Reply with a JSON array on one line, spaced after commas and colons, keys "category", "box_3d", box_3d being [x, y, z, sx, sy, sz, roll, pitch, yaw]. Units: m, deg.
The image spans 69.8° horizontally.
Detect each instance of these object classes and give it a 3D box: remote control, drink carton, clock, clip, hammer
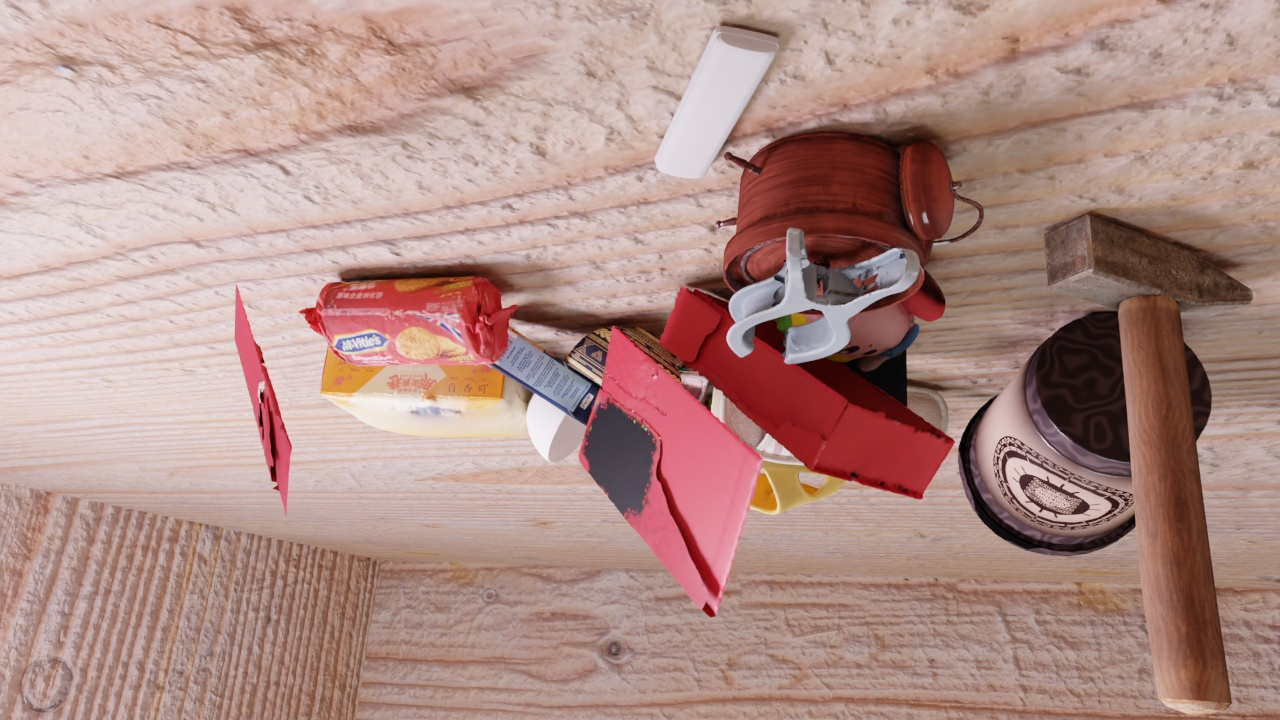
[{"category": "remote control", "box_3d": [0.038, -0.136, 0.504, 0.033, 0.012, 0.131, 8, 162, -11]}, {"category": "drink carton", "box_3d": [-0.088, 0.013, 0.847, 0.130, 0.040, 0.064, 34, 178, -24]}, {"category": "clock", "box_3d": [0.126, -0.081, 0.556, 0.158, 0.072, 0.121, 4, 162, 3]}, {"category": "clip", "box_3d": [0.115, -0.031, 0.551, 0.112, 0.028, 0.163, 7, 163, -5]}, {"category": "hammer", "box_3d": [0.337, 0.065, 0.582, 0.157, 0.300, 0.037, 12, 160, -22]}]

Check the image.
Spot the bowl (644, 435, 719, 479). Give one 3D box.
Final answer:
[{"category": "bowl", "box_3d": [0.083, 0.108, 1.086, 0.152, 0.050, 0.152, -8, 180, 0]}]

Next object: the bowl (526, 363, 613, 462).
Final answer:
[{"category": "bowl", "box_3d": [-0.079, 0.046, 0.957, 0.050, 0.114, 0.115, 34, 168, 16]}]

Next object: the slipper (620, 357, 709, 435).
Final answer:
[{"category": "slipper", "box_3d": [0.025, 0.054, 0.999, 0.094, 0.064, 0.239, 4, 163, 2]}]

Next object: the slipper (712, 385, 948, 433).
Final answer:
[{"category": "slipper", "box_3d": [0.198, 0.053, 0.906, 0.262, 0.115, 0.052, 7, -174, -19]}]

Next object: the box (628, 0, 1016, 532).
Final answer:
[{"category": "box", "box_3d": [0.144, -0.075, 0.676, 0.197, 0.352, 0.217, 14, -163, -35]}]

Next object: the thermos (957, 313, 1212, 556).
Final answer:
[{"category": "thermos", "box_3d": [0.386, 0.067, 0.810, 0.173, 0.172, 0.226, 1, 155, 9]}]

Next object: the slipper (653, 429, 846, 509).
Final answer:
[{"category": "slipper", "box_3d": [0.128, 0.122, 0.972, 0.263, 0.078, 0.100, 10, 179, -31]}]

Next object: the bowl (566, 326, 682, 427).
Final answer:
[{"category": "bowl", "box_3d": [-0.005, 0.005, 0.843, 0.112, 0.061, 0.112, 34, 178, 1]}]

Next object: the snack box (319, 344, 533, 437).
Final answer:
[{"category": "snack box", "box_3d": [-0.214, 0.035, 0.970, 0.195, 0.080, 0.145, 1, 162, 10]}]

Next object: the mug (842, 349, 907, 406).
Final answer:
[{"category": "mug", "box_3d": [0.178, 0.026, 0.828, 0.122, 0.094, 0.085, -2, 160, 19]}]

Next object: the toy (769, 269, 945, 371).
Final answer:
[{"category": "toy", "box_3d": [0.155, -0.039, 0.698, 0.124, 0.096, 0.132, 9, 144, -31]}]

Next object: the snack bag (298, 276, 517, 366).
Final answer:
[{"category": "snack bag", "box_3d": [-0.192, -0.031, 0.776, 0.176, 0.082, 0.082, 0, 161, 16]}]
